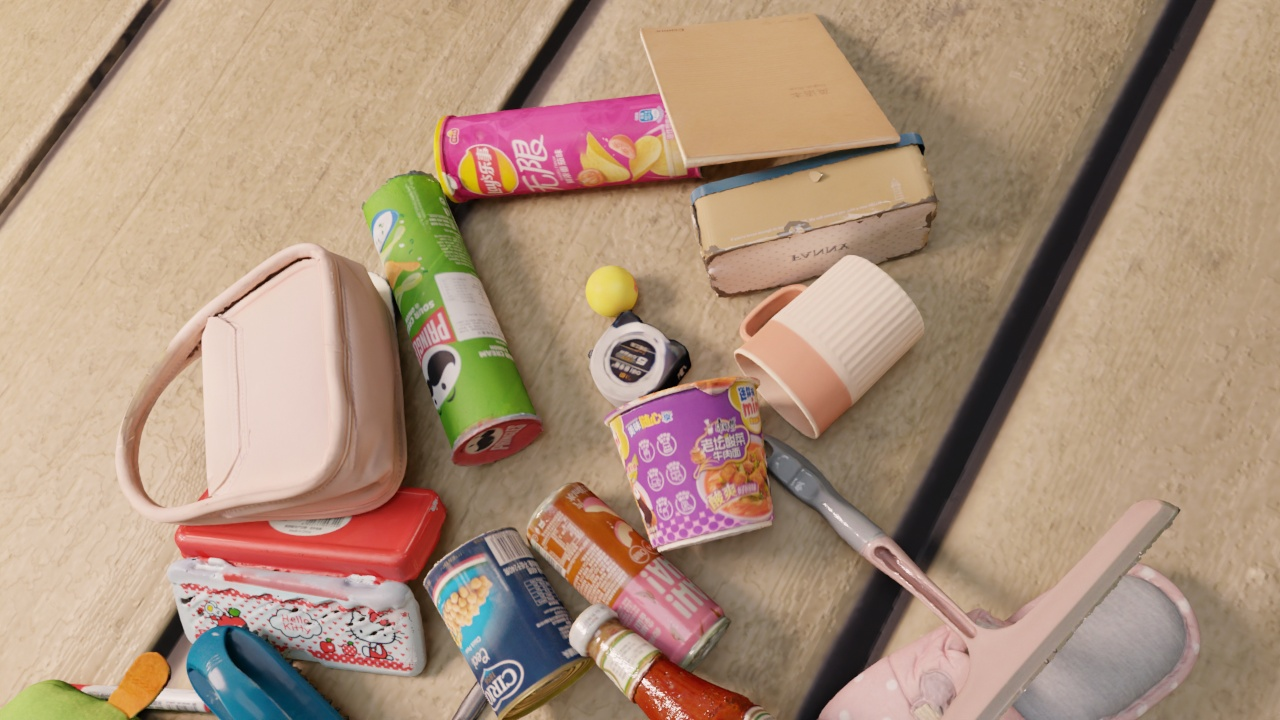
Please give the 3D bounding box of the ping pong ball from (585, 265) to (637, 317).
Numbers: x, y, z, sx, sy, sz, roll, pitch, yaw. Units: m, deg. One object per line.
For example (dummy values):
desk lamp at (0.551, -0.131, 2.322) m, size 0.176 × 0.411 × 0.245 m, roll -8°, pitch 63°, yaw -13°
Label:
ping pong ball at (-0.022, -0.053, 0.709) m, size 0.040 × 0.040 × 0.040 m, roll -4°, pitch 71°, yaw 11°

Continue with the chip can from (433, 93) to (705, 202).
chip can at (-0.055, -0.173, 0.740) m, size 0.211 × 0.071 × 0.071 m, roll -4°, pitch 71°, yaw 11°

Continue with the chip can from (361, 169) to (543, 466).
chip can at (-0.150, -0.036, 0.716) m, size 0.072 × 0.072 × 0.236 m, roll -27°, pitch 68°, yaw 2°

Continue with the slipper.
slipper at (0.215, 0.214, 0.560) m, size 0.274 × 0.054 × 0.114 m, roll -31°, pitch 69°, yaw 2°

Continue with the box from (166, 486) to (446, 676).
box at (-0.246, 0.161, 0.689) m, size 0.201 × 0.098 × 0.118 m, roll 2°, pitch 40°, yaw 14°

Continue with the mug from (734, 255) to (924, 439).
mug at (0.124, -0.017, 0.651) m, size 0.106 × 0.082 × 0.114 m, roll -42°, pitch 39°, yaw -5°

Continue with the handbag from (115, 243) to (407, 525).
handbag at (-0.295, 0.037, 0.680) m, size 0.234 × 0.093 × 0.193 m, roll -19°, pitch 64°, yaw 11°

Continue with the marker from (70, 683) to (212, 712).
marker at (-0.382, 0.257, 0.698) m, size 0.145 × 0.017 × 0.017 m, roll -2°, pitch 71°, yaw 12°

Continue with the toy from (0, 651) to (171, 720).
toy at (-0.370, 0.306, 0.639) m, size 0.247 × 0.090 × 0.227 m, roll 27°, pitch 94°, yaw 19°

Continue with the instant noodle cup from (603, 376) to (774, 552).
instant noodle cup at (0.038, 0.073, 0.622) m, size 0.111 × 0.111 × 0.099 m, roll -14°, pitch 76°, yaw 7°

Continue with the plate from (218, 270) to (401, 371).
plate at (-0.267, 0.016, 0.739) m, size 0.164 × 0.034 × 0.163 m, roll -14°, pitch 66°, yaw 5°

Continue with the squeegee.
squeegee at (0.153, 0.121, 0.587) m, size 0.248 × 0.040 × 0.249 m, roll -52°, pitch 46°, yaw 6°

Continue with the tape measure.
tape measure at (-0.004, 0.004, 0.690) m, size 0.066 × 0.033 × 0.066 m, roll 36°, pitch 80°, yaw 22°

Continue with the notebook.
notebook at (0.088, -0.211, 0.692) m, size 0.149 × 0.012 × 0.211 m, roll -7°, pitch 43°, yaw -4°

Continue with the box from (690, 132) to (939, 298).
box at (0.131, -0.104, 0.668) m, size 0.184 × 0.090 × 0.060 m, roll -14°, pitch 68°, yaw 5°

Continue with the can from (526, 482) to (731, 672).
can at (-0.011, 0.149, 0.630) m, size 0.147 × 0.058 × 0.058 m, roll 39°, pitch 83°, yaw 21°

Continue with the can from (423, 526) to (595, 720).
can at (-0.090, 0.178, 0.628) m, size 0.075 × 0.075 × 0.111 m, roll -36°, pitch 68°, yaw -1°

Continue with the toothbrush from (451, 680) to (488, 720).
toothbrush at (-0.153, 0.293, 0.636) m, size 0.016 × 0.018 × 0.181 m, roll 30°, pitch 79°, yaw 23°

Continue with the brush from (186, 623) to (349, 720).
brush at (-0.253, 0.239, 0.628) m, size 0.144 × 0.074 × 0.055 m, roll 44°, pitch 74°, yaw 2°

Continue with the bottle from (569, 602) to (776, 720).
bottle at (0.038, 0.217, 0.540) m, size 0.206 × 0.060 × 0.059 m, roll 33°, pitch 81°, yaw 31°
